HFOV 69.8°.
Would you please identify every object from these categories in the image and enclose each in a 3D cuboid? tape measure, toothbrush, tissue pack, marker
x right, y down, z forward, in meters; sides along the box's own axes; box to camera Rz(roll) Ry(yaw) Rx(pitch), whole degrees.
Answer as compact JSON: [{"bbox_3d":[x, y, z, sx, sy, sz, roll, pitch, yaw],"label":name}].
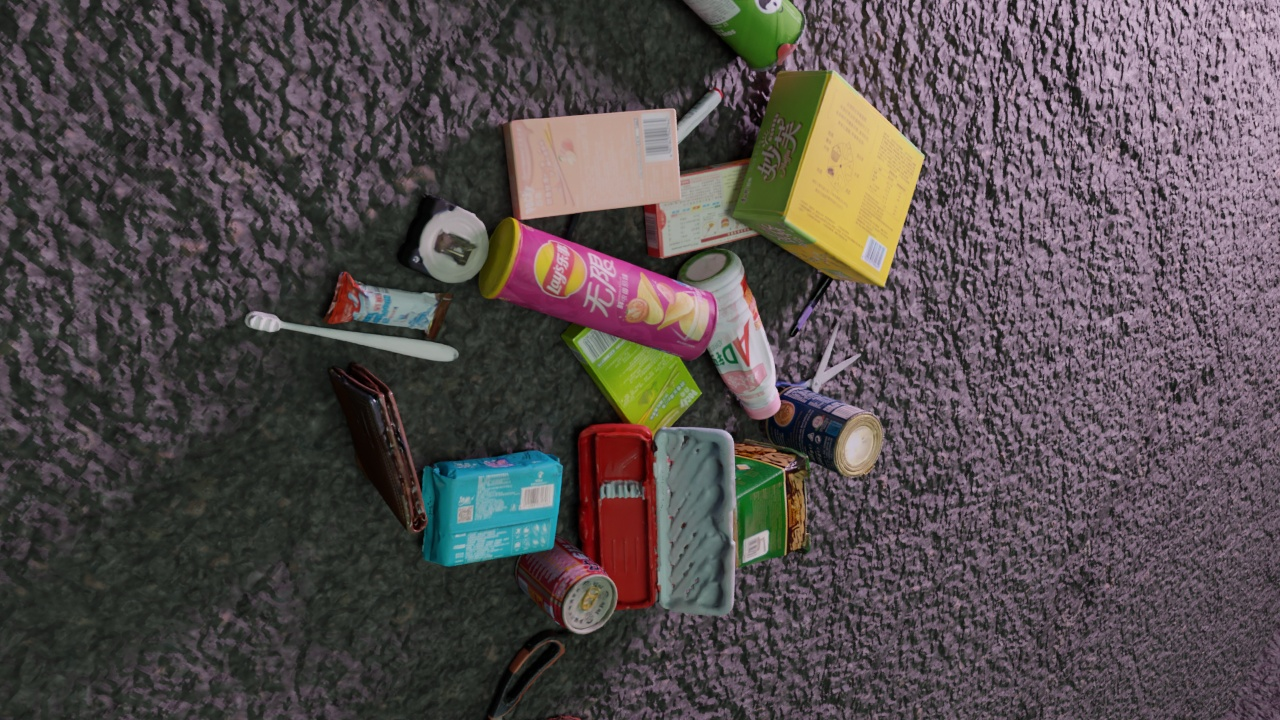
[{"bbox_3d":[-0.162,-0.099,0.770,0.066,0.033,0.066,21,93,-37],"label":"tape measure"},{"bbox_3d":[-0.057,-0.133,0.844,0.018,0.016,0.181,17,94,-18],"label":"toothbrush"},{"bbox_3d":[-0.137,0.135,0.846,0.133,0.050,0.093,-3,107,-34],"label":"tissue pack"},{"bbox_3d":[-0.231,-0.018,0.756,0.179,0.016,0.016,11,99,-37],"label":"toothbrush"},{"bbox_3d":[0.029,-0.211,0.881,0.145,0.017,0.017,-47,125,-15],"label":"marker"},{"bbox_3d":[0.225,-0.104,1.052,0.014,0.017,0.189,38,82,-36],"label":"toothbrush"}]

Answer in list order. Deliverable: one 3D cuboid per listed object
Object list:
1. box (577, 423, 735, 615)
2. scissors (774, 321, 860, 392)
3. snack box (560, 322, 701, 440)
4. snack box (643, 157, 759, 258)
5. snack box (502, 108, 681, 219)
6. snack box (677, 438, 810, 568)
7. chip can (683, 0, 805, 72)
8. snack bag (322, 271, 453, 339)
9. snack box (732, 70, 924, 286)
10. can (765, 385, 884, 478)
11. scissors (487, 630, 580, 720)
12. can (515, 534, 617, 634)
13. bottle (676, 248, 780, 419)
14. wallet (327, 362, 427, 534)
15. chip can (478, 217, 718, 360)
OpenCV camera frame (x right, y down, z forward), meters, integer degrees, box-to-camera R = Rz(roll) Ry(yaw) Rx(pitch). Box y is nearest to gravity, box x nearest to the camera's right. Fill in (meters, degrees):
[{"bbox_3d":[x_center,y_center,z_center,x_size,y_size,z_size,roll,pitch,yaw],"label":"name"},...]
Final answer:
[{"bbox_3d":[0.017,0.160,0.918,0.158,0.039,0.201,0,107,5],"label":"box"},{"bbox_3d":[0.197,0.037,1.076,0.174,0.012,0.162,-8,107,-34],"label":"scissors"},{"bbox_3d":[-0.005,0.005,0.915,0.085,0.026,0.156,-45,124,-16],"label":"snack box"},{"bbox_3d":[0.074,-0.156,0.923,0.155,0.027,0.077,-17,112,-30],"label":"snack box"},{"bbox_3d":[-0.040,-0.176,0.817,0.157,0.026,0.084,-10,106,-21],"label":"snack box"},{"bbox_3d":[0.104,0.157,0.967,0.105,0.118,0.118,-19,111,-45],"label":"snack box"},{"bbox_3d":[0.052,-0.357,0.820,0.236,0.072,0.072,31,85,-37],"label":"chip can"},{"bbox_3d":[-0.207,-0.044,0.759,0.104,0.026,0.048,13,108,-37],"label":"snack bag"},{"bbox_3d":[0.201,-0.184,0.954,0.209,0.070,0.157,20,87,-45],"label":"snack box"},{"bbox_3d":[0.203,0.078,1.013,0.075,0.111,0.075,-11,110,-32],"label":"can"},{"bbox_3d":[-0.138,0.369,0.936,0.225,0.015,0.189,4,102,-36],"label":"scissors"},{"bbox_3d":[-0.072,0.216,0.888,0.066,0.094,0.066,-11,109,-32],"label":"can"},{"bbox_3d":[0.100,-0.021,0.960,0.068,0.068,0.197,-40,127,-20],"label":"bottle"},{"bbox_3d":[-0.210,0.068,0.743,0.032,0.101,0.125,-23,116,-26],"label":"wallet"},{"bbox_3d":[-0.034,-0.060,0.822,0.210,0.071,0.071,17,93,-27],"label":"chip can"}]
